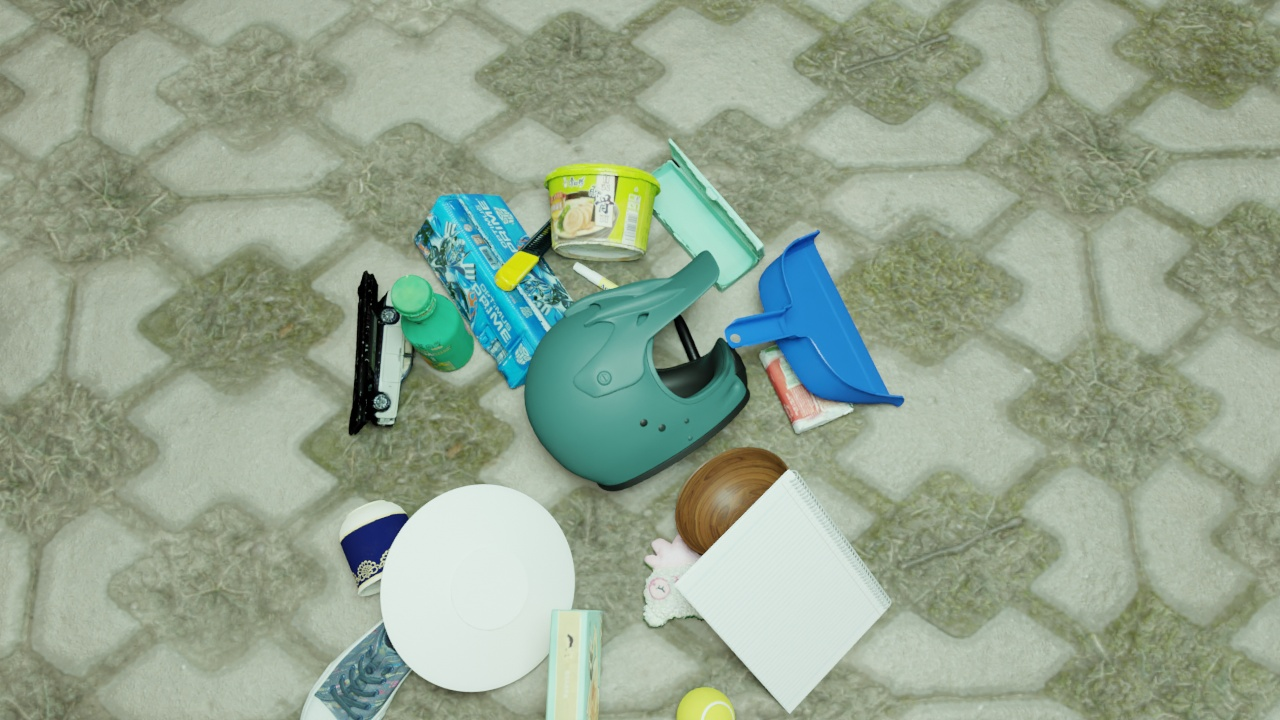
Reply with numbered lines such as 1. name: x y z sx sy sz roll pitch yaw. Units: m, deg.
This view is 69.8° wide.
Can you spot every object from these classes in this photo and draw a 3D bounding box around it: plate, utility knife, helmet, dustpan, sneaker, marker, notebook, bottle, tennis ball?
1. plate: -0.173 0.254 1.030 0.229 0.030 0.229 5 80 -28
2. utility knife: -0.132 -0.140 1.152 0.029 0.020 0.172 40 44 -5
3. helmet: -0.007 0.006 1.052 0.274 0.176 0.200 -32 107 -4
4. dustpan: 0.187 -0.039 1.078 0.257 0.060 0.245 -13 73 -37
5. sneaker: -0.299 0.342 1.038 0.087 0.079 0.235 40 79 9
6. marker: 0.069 0.000 1.157 0.015 0.018 0.134 -25 76 14
7. notebook: 0.167 0.260 1.018 0.177 0.013 0.245 -43 117 -10
8. bottle: -0.244 -0.044 1.071 0.068 0.210 0.068 0 75 0
9. marker: -0.029 -0.088 1.183 0.132 0.014 0.014 32 78 8
10. tennis ball: 0.073 0.400 1.027 0.065 0.065 0.065 0 75 0

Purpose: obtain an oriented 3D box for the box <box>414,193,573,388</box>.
1. box: -0.171 -0.098 1.175 0.115 0.094 0.243 -21 72 -47

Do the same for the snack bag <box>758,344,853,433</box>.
1. snack bag: 0.205 0.026 1.140 0.077 0.036 0.116 -23 76 -6

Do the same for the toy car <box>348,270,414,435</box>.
1. toy car: -0.318 -0.006 1.135 0.071 0.094 0.191 5 74 -20

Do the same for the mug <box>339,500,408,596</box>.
1. mug: -0.294 0.212 1.078 0.111 0.086 0.089 -14 69 -40

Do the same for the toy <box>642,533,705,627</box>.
1. toy: 0.044 0.257 1.081 0.095 0.041 0.108 -8 69 -1

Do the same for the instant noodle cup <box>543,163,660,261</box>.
1. instant noodle cup: -0.050 -0.181 1.147 0.146 0.146 0.098 3 87 1

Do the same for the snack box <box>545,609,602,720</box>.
1. snack box: -0.070 0.339 0.978 0.044 0.194 0.141 1 75 3

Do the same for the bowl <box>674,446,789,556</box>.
1. bowl: 0.121 0.181 1.074 0.147 0.069 0.147 -20 41 19

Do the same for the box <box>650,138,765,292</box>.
1. box: 0.077 -0.189 1.169 0.077 0.093 0.188 -36 78 -10
